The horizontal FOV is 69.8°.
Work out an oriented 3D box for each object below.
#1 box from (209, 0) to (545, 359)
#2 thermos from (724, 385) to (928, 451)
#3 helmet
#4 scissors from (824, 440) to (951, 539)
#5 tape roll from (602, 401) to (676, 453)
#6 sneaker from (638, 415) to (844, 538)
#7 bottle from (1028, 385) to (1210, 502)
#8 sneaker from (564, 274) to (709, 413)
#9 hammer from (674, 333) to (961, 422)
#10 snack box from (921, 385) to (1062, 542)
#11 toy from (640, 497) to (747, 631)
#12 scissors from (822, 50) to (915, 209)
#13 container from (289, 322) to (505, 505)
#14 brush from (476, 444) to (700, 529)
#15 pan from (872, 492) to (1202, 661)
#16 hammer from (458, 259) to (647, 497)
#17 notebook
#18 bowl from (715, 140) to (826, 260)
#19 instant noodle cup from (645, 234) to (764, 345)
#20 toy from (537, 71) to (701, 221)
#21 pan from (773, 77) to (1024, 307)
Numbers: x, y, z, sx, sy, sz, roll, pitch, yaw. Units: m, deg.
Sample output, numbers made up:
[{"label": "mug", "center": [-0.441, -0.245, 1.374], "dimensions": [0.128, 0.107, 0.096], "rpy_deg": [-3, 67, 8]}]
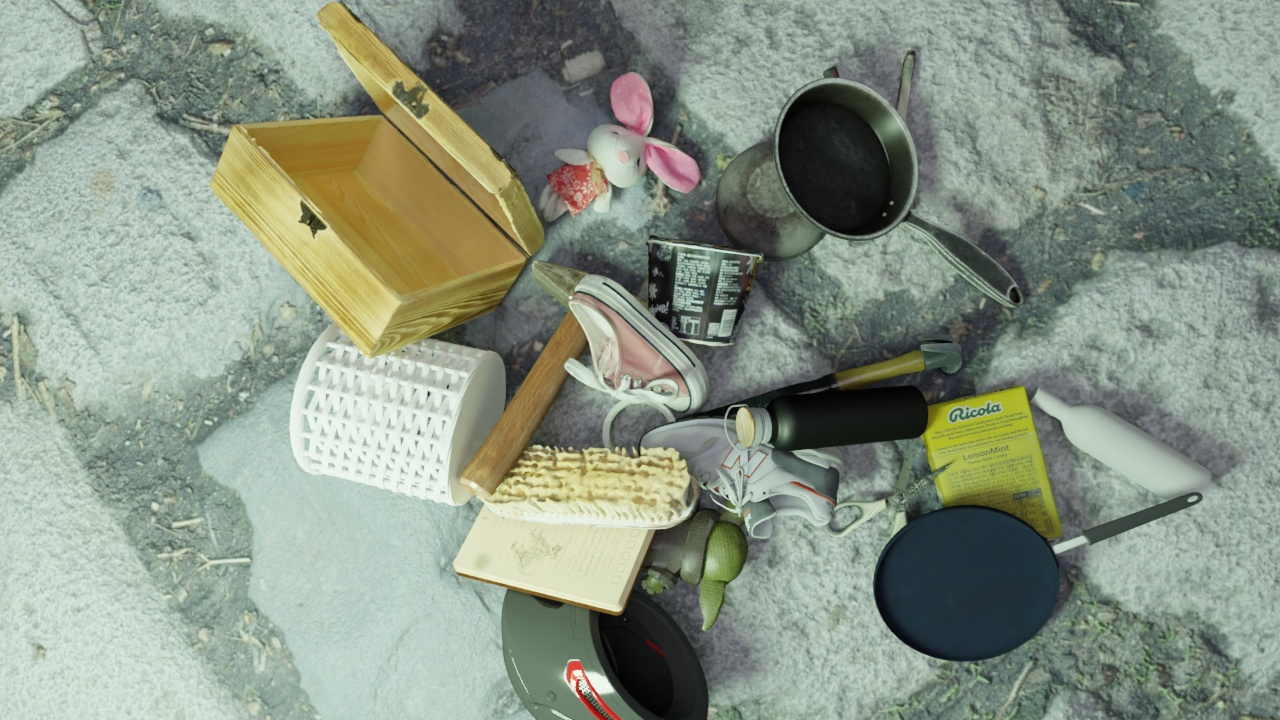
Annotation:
[{"label": "box", "center": [-0.252, -0.211, 1.035], "dimensions": [0.279, 0.268, 0.264], "rpy_deg": [44, 120, 10]}, {"label": "thermos", "center": [0.200, 0.066, 1.010], "dimensions": [0.231, 0.061, 0.061], "rpy_deg": [-4, 88, -17]}, {"label": "helmet", "center": [-0.059, 0.349, 1.049], "dimensions": [0.264, 0.163, 0.170], "rpy_deg": [51, 124, 5]}, {"label": "scissors", "center": [0.286, 0.174, 1.056], "dimensions": [0.169, 0.012, 0.157], "rpy_deg": [-13, 102, 21]}, {"label": "tape roll", "center": [0.001, 0.090, 1.119], "dimensions": [0.094, 0.018, 0.094], "rpy_deg": [0, 88, 9]}, {"label": "sneaker", "center": [0.117, 0.136, 1.033], "dimensions": [0.240, 0.089, 0.124], "rpy_deg": [-1, 52, 1]}, {"label": "bottle", "center": [0.524, 0.089, 1.019], "dimensions": [0.195, 0.052, 0.052], "rpy_deg": [32, 93, 8]}, {"label": "sneaker", "center": [-0.006, 0.006, 1.021], "dimensions": [0.118, 0.241, 0.087], "rpy_deg": [12, 65, 43]}, {"label": "hammer", "center": [0.200, 0.035, 1.053], "dimensions": [0.333, 0.118, 0.025], "rpy_deg": [-18, 68, 14]}, {"label": "snack box", "center": [0.396, 0.128, 1.043], "dimensions": [0.121, 0.045, 0.181], "rpy_deg": [-15, 88, 11]}, {"label": "toy", "center": [0.049, 0.212, 1.076], "dimensions": [0.153, 0.078, 0.179], "rpy_deg": [16, 67, 7]}, {"label": "scissors", "center": [0.284, -0.280, 1.085], "dimensions": [0.195, 0.015, 0.179], "rpy_deg": [39, 95, 7]}, {"label": "container", "center": [-0.277, 0.060, 1.078], "dimensions": [0.187, 0.189, 0.189], "rpy_deg": [12, 90, 8]}, {"label": "brush", "center": [-0.064, 0.141, 1.028], "dimensions": [0.272, 0.057, 0.083], "rpy_deg": [0, 53, 25]}, {"label": "pan", "center": [0.430, 0.216, 1.006], "dimensions": [0.357, 0.021, 0.199], "rpy_deg": [-27, 104, 16]}, {"label": "hammer", "center": [-0.121, 0.024, 1.070], "dimensions": [0.158, 0.037, 0.300], "rpy_deg": [26, 68, 9]}, {"label": "notebook", "center": [-0.091, 0.190, 1.055], "dimensions": [0.226, 0.024, 0.167], "rpy_deg": [6, 53, 28]}, {"label": "bowl", "center": [0.159, -0.193, 1.076], "dimensions": [0.145, 0.067, 0.145], "rpy_deg": [0, 89, 9]}, {"label": "instant noodle cup", "center": [0.066, -0.080, 1.059], "dimensions": [0.137, 0.137, 0.112], "rpy_deg": [10, 99, 9]}, {"label": "toy", "center": [-0.042, -0.236, 1.102], "dimensions": [0.194, 0.084, 0.159], "rpy_deg": [-30, 112, 6]}, {"label": "pan", "center": [0.294, -0.172, 1.040], "dimensions": [0.357, 0.055, 0.187], "rpy_deg": [39, 71, -11]}]
